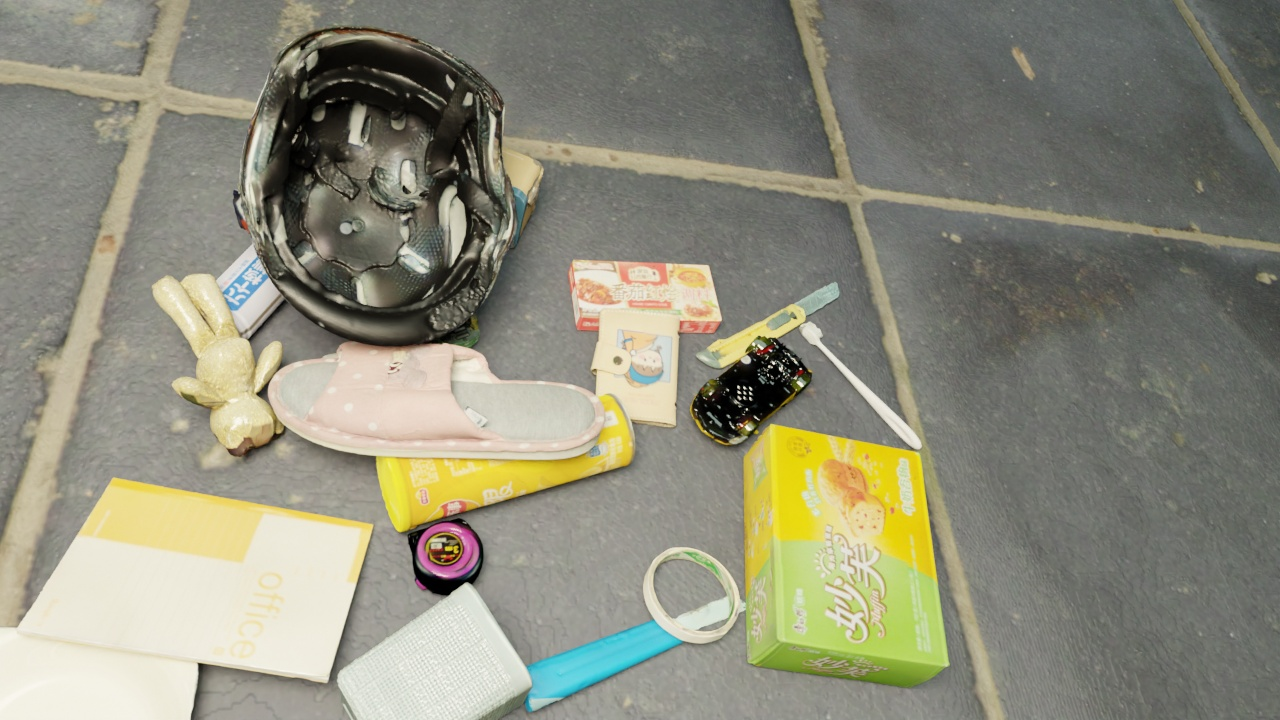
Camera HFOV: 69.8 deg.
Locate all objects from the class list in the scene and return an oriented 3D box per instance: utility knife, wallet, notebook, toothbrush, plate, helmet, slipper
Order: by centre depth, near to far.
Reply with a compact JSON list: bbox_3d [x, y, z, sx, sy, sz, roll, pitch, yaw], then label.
[{"bbox_3d":[-0.388,0.262,0.605,0.163,0.034,0.164,7,55,-13],"label":"plate"},{"bbox_3d":[-0.320,0.161,0.688,0.206,0.010,0.145,13,38,-9],"label":"notebook"},{"bbox_3d":[-0.164,0.028,0.749,0.274,0.055,0.114,7,35,-2],"label":"slipper"},{"bbox_3d":[0.001,0.234,0.759,0.218,0.018,0.034,-13,58,-29],"label":"utility knife"},{"bbox_3d":[-0.237,-0.141,0.807,0.229,0.157,0.274,1,85,-28],"label":"helmet"},{"bbox_3d":[-0.005,0.005,0.897,0.087,0.024,0.115,9,70,-14],"label":"wallet"},{"bbox_3d":[0.235,0.025,0.976,0.016,0.016,0.180,-27,68,-37],"label":"toothbrush"},{"bbox_3d":[0.145,-0.039,0.994,0.215,0.022,0.031,-26,74,-35],"label":"utility knife"}]

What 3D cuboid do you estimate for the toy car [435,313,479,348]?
[{"bbox_3d":[-0.188,-0.045,0.873,0.043,0.036,0.091,-22,64,-26],"label":"toy car"}]

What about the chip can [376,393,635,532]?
[{"bbox_3d":[-0.113,0.083,0.790,0.213,0.072,0.072,-14,63,-25],"label":"chip can"}]

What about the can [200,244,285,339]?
[{"bbox_3d":[-0.343,-0.075,0.834,0.053,0.053,0.134,27,53,1],"label":"can"}]

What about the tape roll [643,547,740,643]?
[{"bbox_3d":[0.044,0.200,0.787,0.085,0.014,0.085,15,43,-14],"label":"tape roll"}]

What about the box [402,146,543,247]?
[{"bbox_3d":[-0.196,-0.189,0.937,0.184,0.090,0.061,18,54,-2],"label":"box"}]

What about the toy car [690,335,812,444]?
[{"bbox_3d":[0.108,0.031,0.914,0.071,0.041,0.155,44,54,13],"label":"toy car"}]

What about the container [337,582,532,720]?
[{"bbox_3d":[-0.152,0.237,0.667,0.111,0.090,0.090,-29,70,-27],"label":"container"}]

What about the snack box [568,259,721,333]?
[{"bbox_3d":[0.004,-0.067,0.957,0.152,0.026,0.075,1,58,-17],"label":"snack box"}]

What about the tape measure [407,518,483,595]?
[{"bbox_3d":[-0.157,0.161,0.745,0.057,0.039,0.058,-16,59,-26],"label":"tape measure"}]

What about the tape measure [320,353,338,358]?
[{"bbox_3d":[-0.262,0.028,0.803,0.065,0.034,0.065,19,56,-7],"label":"tape measure"}]

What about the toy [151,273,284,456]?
[{"bbox_3d":[-0.346,0.002,0.750,0.157,0.066,0.105,67,26,-5],"label":"toy"}]

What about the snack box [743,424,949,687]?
[{"bbox_3d":[0.179,0.172,0.825,0.157,0.070,0.209,12,54,-11],"label":"snack box"}]
